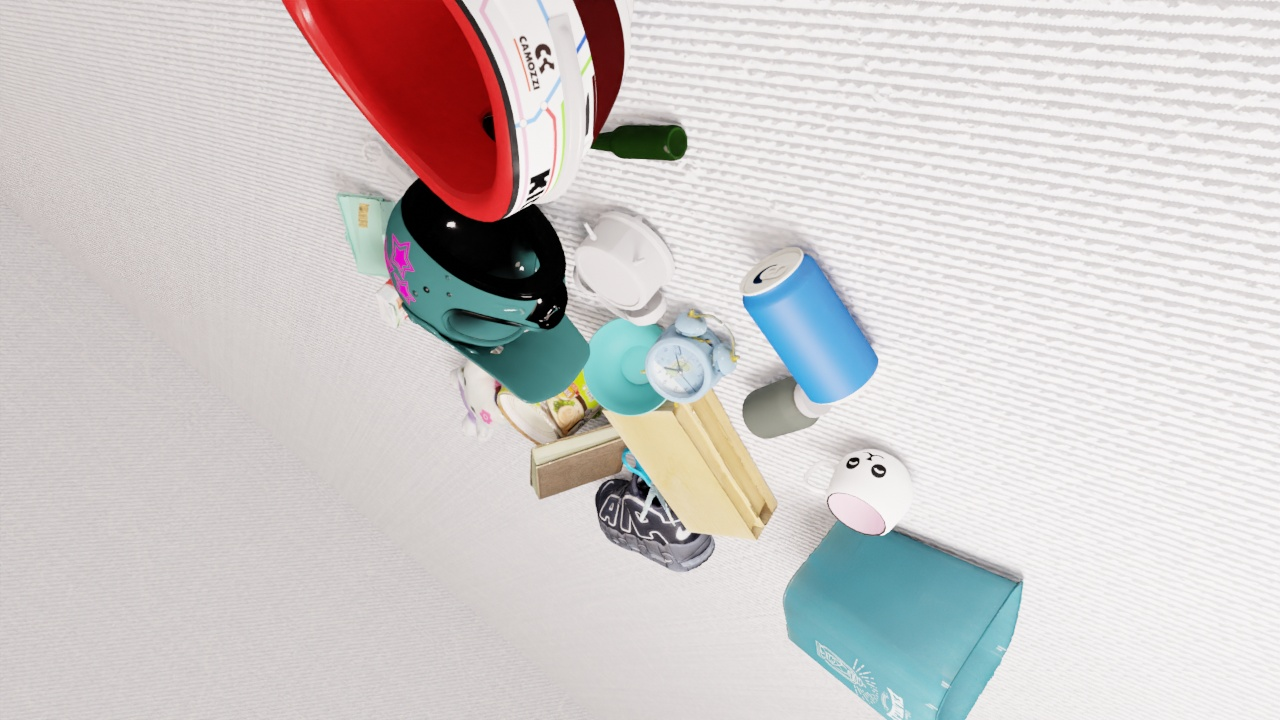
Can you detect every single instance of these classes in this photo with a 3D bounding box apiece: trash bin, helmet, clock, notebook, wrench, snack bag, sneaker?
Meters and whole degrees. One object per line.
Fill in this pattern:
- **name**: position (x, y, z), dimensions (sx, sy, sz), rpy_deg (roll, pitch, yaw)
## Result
- **trash bin**: position (0.306, 0.316, 1.102), dimensions (0.219, 0.198, 0.197), rpy_deg (28, 149, 34)
- **helmet**: position (-0.181, -0.089, 1.090), dimensions (0.275, 0.176, 0.201), rpy_deg (41, 151, 15)
- **clock**: position (0.059, -0.004, 1.051), dimensions (0.089, 0.051, 0.125), rpy_deg (46, 124, 1)
- **clock**: position (-0.020, -0.099, 1.028), dimensions (0.120, 0.061, 0.159), rpy_deg (32, 155, 14)
- **helmet**: position (-0.117, -0.279, 0.695), dimensions (0.314, 0.235, 0.232), rpy_deg (49, 147, -1)
- **notebook**: position (-0.069, 0.142, 1.350), dimensions (0.216, 0.190, 0.034), rpy_deg (104, 148, -69)
- **wrench**: position (-0.256, -0.189, 1.197), dimensions (0.273, 0.009, 0.047), rpy_deg (42, 108, -1)
- **snack bag**: position (-0.326, -0.107, 1.310), dimensions (0.036, 0.115, 0.077), rpy_deg (34, 154, 9)
- **sneaker**: position (-0.001, 0.210, 1.397), dimensions (0.253, 0.097, 0.151), rpy_deg (21, 133, 49)

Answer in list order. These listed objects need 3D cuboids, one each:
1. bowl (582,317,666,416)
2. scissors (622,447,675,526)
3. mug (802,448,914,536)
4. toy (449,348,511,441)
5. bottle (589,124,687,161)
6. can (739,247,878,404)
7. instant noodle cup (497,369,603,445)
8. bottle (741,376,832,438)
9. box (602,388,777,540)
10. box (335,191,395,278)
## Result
- **bowl**: position (-0.007, 0.006, 1.141), dimensions (0.121, 0.121, 0.046), rpy_deg (33, -169, 13)
- **scissors**: position (0.026, 0.172, 1.290), dimensions (0.014, 0.126, 0.127), rpy_deg (-40, 73, 44)
- **mug**: position (0.243, 0.139, 1.029), dimensions (0.124, 0.076, 0.090), rpy_deg (16, 143, 37)
- **toy**: position (-0.244, 0.057, 1.460), dimensions (0.210, 0.085, 0.137), rpy_deg (-22, 81, 65)
- **bottle**: position (-0.011, -0.210, 0.882), dimensions (0.123, 0.033, 0.033), rpy_deg (13, 142, 41)
- **can**: position (0.163, -0.031, 0.882), dimensions (0.079, 0.078, 0.146), rpy_deg (-7, 127, 53)
- **instant noodle cup**: position (-0.134, 0.057, 1.332), dimensions (0.146, 0.097, 0.146), rpy_deg (29, 149, 19)
- **bottle**: position (0.163, 0.050, 1.016), dimensions (0.060, 0.060, 0.109), rpy_deg (45, 151, -10)
- **box**: position (0.069, 0.130, 1.214), dimensions (0.128, 0.091, 0.249), rpy_deg (9, 140, 49)
- **box**: position (-0.385, -0.155, 1.344), dimensions (0.112, 0.078, 0.188), rpy_deg (13, 147, 1)
